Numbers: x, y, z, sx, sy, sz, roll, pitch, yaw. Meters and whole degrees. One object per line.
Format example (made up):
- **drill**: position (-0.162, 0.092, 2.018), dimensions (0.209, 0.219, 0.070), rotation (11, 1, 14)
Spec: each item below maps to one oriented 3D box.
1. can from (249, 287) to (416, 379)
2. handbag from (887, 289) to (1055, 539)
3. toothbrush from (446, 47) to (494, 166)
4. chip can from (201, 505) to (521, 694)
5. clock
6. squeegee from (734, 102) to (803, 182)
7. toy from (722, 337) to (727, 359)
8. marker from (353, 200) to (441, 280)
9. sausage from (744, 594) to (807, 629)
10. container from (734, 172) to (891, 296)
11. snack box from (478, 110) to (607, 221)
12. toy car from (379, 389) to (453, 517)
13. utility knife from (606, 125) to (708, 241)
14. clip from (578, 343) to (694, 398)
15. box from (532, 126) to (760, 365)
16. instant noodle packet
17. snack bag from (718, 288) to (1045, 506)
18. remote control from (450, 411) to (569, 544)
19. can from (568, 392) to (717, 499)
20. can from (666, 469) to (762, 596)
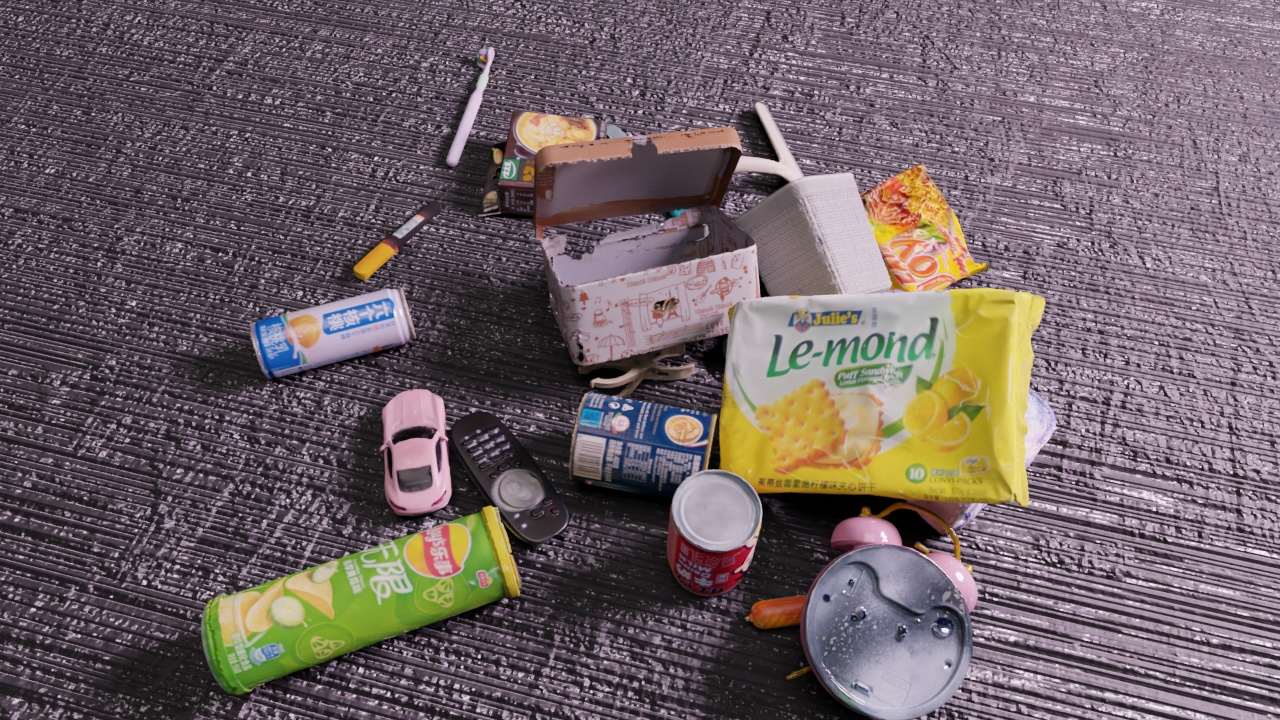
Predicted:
- **can**: position (-0.274, -0.026, 0.825), dimensions (0.134, 0.053, 0.053), rotation (-16, 56, -12)
- **handbag**: position (0.233, 0.040, 0.772), dimensions (0.134, 0.076, 0.194), rotation (-34, 60, -16)
- **toothbrush**: position (-0.192, -0.287, 1.035), dimensions (0.021, 0.029, 0.188), rotation (28, 51, -27)
- **chip can**: position (-0.201, 0.174, 0.672), dimensions (0.221, 0.073, 0.072), rotation (-17, 56, -12)
- **clock**: position (0.178, 0.177, 0.659), dimensions (0.117, 0.060, 0.158), rotation (27, 75, 6)
- **squeegee**: position (0.066, -0.190, 0.928), dimensions (0.246, 0.039, 0.246), rotation (-7, 55, -18)
- **toy**: position (0.105, -0.028, 0.848), dimensions (0.096, 0.030, 0.091), rotation (19, 51, 21)
- **marker**: position (-0.242, -0.122, 0.920), dimensions (0.018, 0.015, 0.123), rotation (27, 56, 16)
- **sausage**: position (0.160, 0.185, 0.699), dimensions (0.165, 0.021, 0.021), rotation (-6, 55, -5)
- **container**: position (0.159, -0.097, 0.832), dimensions (0.090, 0.090, 0.114), rotation (-15, 81, -40)
- **snack box**: position (-0.101, -0.202, 0.960), dimensions (0.125, 0.053, 0.113), rotation (5, 54, -3)
- **toy car**: position (-0.188, 0.074, 0.767), dimensions (0.056, 0.037, 0.122), rotation (-8, 54, -9)
- **utility knife**: position (0.015, -0.190, 0.971), dimensions (0.029, 0.013, 0.207), rotation (-26, 59, -18)
- **clip**: position (-0.011, -0.003, 0.825), dimensions (0.104, 0.035, 0.083), rotation (-27, 59, -24)
- **box**: position (0.003, -0.121, 0.804), dimensions (0.182, 0.178, 0.152), rotation (-13, 31, -10)
- **instant noodle packet**: position (0.261, -0.116, 0.884), dimensions (0.110, 0.044, 0.128), rotation (-26, 83, -14)
- **snack bag**: position (0.176, 0.030, 0.707), dimensions (0.247, 0.068, 0.158), rotation (0, 78, 26)
- **remote control**: position (-0.109, 0.098, 0.756), dimensions (0.053, 0.024, 0.136), rotation (-26, 61, -28)
- **can**: position (0.002, 0.071, 0.746), dimensions (0.111, 0.075, 0.075), rotation (10, 55, 6)
- **can**: position (0.054, 0.132, 0.691), dimensions (0.066, 0.094, 0.066), rotation (1, 55, -1)
